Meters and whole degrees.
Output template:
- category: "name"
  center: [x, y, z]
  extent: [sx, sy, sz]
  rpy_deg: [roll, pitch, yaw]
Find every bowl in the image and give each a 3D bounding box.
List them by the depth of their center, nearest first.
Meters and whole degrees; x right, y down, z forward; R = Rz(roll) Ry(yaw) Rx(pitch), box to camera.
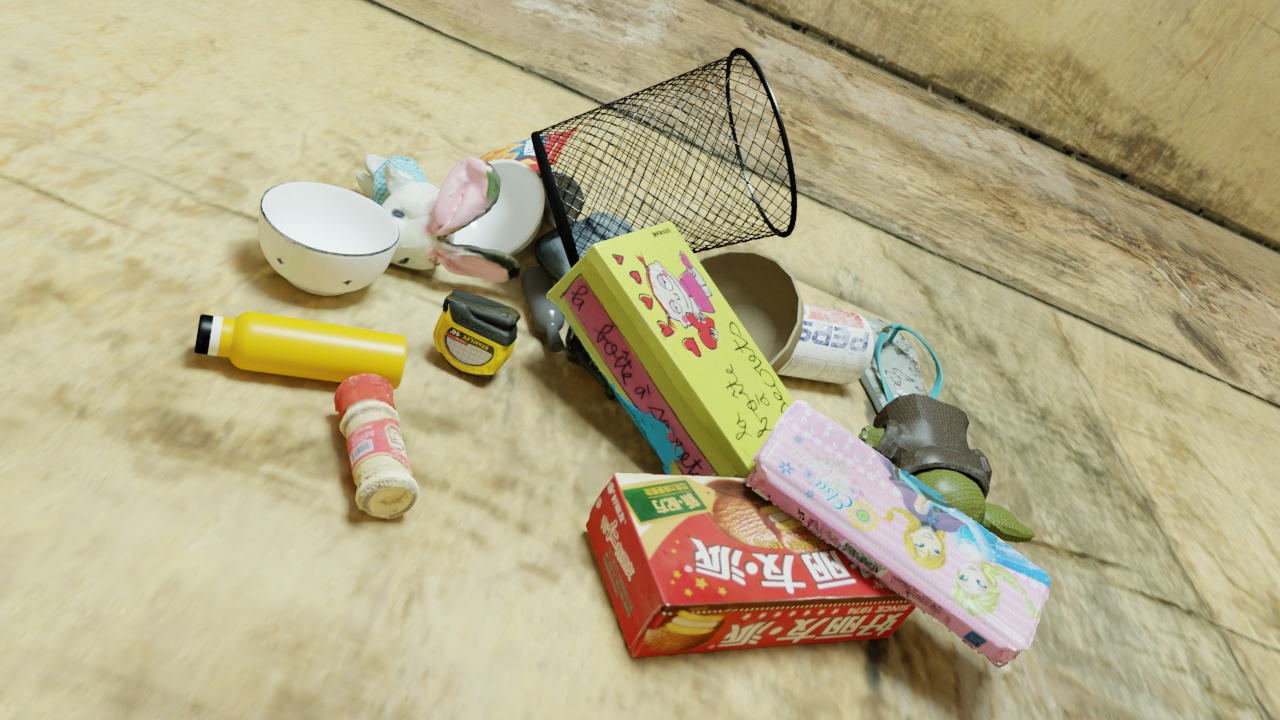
- category: "bowl"
  center: [-0.268, -0.097, 0.779]
  extent: [0.113, 0.063, 0.113]
  rpy_deg: [18, 32, -12]
- category: "bowl"
  center: [0.087, -0.030, 0.889]
  extent: [0.152, 0.152, 0.050]
  rpy_deg: [53, 2, 37]
- category: "bowl"
  center: [-0.140, -0.145, 0.930]
  extent: [0.110, 0.110, 0.040]
  rpy_deg: [42, -1, 25]
- category: "bowl"
  center: [-0.040, -0.122, 0.985]
  extent: [0.137, 0.057, 0.136]
  rpy_deg: [18, 32, -12]

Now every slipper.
- category: "slipper"
  center: [0.290, 0.013, 1.030]
  extent: [0.098, 0.055, 0.268]
  rpy_deg: [16, 34, -11]

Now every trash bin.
- category: "trash bin"
  center: [0.017, -0.176, 0.879]
  extent: [0.210, 0.184, 0.184]
  rpy_deg: [-18, 42, -4]

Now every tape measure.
- category: "tape measure"
  center: [-0.136, -0.021, 0.761]
  extent: [0.065, 0.064, 0.037]
  rpy_deg: [18, 24, 3]

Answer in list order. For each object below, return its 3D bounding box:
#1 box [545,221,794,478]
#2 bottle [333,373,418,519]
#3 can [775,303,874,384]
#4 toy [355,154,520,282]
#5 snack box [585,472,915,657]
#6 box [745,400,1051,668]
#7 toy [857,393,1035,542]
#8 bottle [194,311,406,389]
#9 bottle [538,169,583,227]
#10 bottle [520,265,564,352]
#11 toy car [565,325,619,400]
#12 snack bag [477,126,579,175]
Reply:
- category: "box"
  center: [0.034, 0.000, 0.775]
  extent: [0.124, 0.081, 0.221]
  rpy_deg: [-23, 75, -51]
- category: "bottle"
  center: [-0.183, 0.058, 0.633]
  extent: [0.044, 0.044, 0.109]
  rpy_deg: [4, 38, -32]
- category: "can"
  center: [0.172, -0.020, 0.967]
  extent: [0.136, 0.078, 0.078]
  rpy_deg: [9, 35, -26]
- category: "toy"
  center: [-0.219, -0.143, 0.863]
  extent: [0.105, 0.131, 0.205]
  rpy_deg: [-34, 49, -31]
- category: "snack box"
  center: [0.087, 0.147, 0.675]
  extent: [0.236, 0.060, 0.113]
  rpy_deg: [6, 39, -29]
- category: "box"
  center: [0.186, 0.129, 0.683]
  extent: [0.230, 0.053, 0.084]
  rpy_deg: [35, 51, 9]
- category: "toy"
  center: [0.271, 0.102, 0.858]
  extent: [0.179, 0.078, 0.152]
  rpy_deg: [18, 40, -12]
- category: "bottle"
  center: [-0.251, -0.009, 0.681]
  extent: [0.143, 0.043, 0.043]
  rpy_deg: [9, 35, -25]
- category: "bottle"
  center: [-0.095, -0.178, 0.999]
  extent: [0.056, 0.056, 0.105]
  rpy_deg: [17, 11, -14]
- category: "bottle"
  center: [-0.089, -0.046, 0.864]
  extent: [0.030, 0.030, 0.113]
  rpy_deg: [9, 35, -25]
- category: "toy car"
  center: [-0.033, -0.003, 0.829]
  extent: [0.036, 0.042, 0.091]
  rpy_deg: [-15, 49, -38]
- category: "snack bag"
  center: [-0.145, -0.214, 1.013]
  extent: [0.144, 0.039, 0.130]
  rpy_deg: [-14, 27, 17]
